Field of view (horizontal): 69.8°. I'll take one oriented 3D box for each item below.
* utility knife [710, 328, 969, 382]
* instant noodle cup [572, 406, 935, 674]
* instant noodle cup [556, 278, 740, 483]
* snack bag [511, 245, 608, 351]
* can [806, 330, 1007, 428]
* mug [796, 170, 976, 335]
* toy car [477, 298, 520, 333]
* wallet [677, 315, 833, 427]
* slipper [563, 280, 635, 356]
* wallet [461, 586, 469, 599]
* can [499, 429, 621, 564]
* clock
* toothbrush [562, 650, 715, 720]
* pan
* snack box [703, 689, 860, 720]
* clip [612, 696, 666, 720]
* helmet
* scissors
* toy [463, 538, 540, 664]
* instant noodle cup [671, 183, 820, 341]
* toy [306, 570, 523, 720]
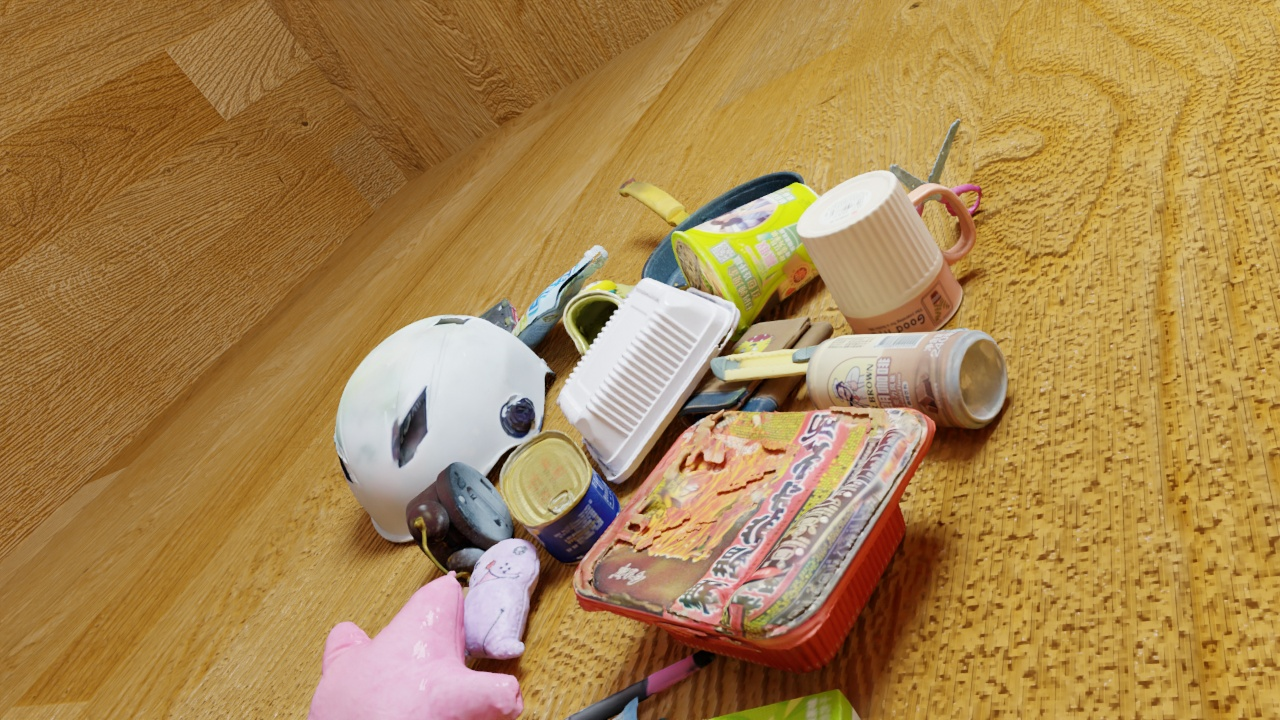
[{"bbox_3d":[0.139,-0.003,0.663,0.188,0.020,0.030,-4,47,19],"label":"utility knife"},{"bbox_3d":[0.066,0.100,0.519,0.189,0.079,0.164,-4,36,50],"label":"instant noodle cup"},{"bbox_3d":[-0.005,0.004,0.770,0.173,0.060,0.138,-56,20,2],"label":"instant noodle cup"},{"bbox_3d":[-0.101,-0.061,1.041,0.110,0.039,0.191,-41,0,-33],"label":"snack bag"},{"bbox_3d":[0.166,0.012,0.580,0.058,0.058,0.116,-49,25,-26],"label":"can"},{"bbox_3d":[0.185,-0.081,0.667,0.114,0.106,0.081,-35,23,5],"label":"mug"},{"bbox_3d":[-0.178,-0.038,1.177,0.053,0.045,0.120,-33,28,4],"label":"toy car"},{"bbox_3d":[0.091,0.011,0.725,0.090,0.033,0.115,-6,34,52],"label":"wallet"},{"bbox_3d":[-0.032,-0.040,0.933,0.092,0.081,0.190,-30,26,9],"label":"slipper"},{"bbox_3d":[-0.174,0.219,0.719,0.116,0.020,0.101,-12,31,49],"label":"wallet"},{"bbox_3d":[-0.066,0.107,0.736,0.074,0.049,0.148,-40,23,-7],"label":"can"},{"bbox_3d":[-0.152,0.137,0.760,0.055,0.082,0.121,-37,15,11],"label":"clock"},{"bbox_3d":[-0.042,0.210,0.521,0.189,0.018,0.014,-27,67,-1],"label":"toothbrush"},{"bbox_3d":[0.057,-0.157,1.028,0.197,0.078,0.357,-39,23,-6],"label":"pan"},{"bbox_3d":[0.029,0.213,0.432,0.157,0.026,0.085,-25,25,27],"label":"snack box"},{"bbox_3d":[-0.014,0.210,0.508,0.058,0.045,0.027,-36,25,29],"label":"clip"},{"bbox_3d":[-0.221,0.046,0.950,0.230,0.146,0.257,-21,28,33],"label":"helmet"},{"bbox_3d":[0.229,-0.128,0.714,0.130,0.134,0.017,-14,47,-25],"label":"scissors"},{"bbox_3d":[-0.107,0.177,0.669,0.084,0.039,0.107,-20,35,24],"label":"toy"},{"bbox_3d":[0.108,-0.095,0.816,0.123,0.112,0.111,-31,22,-6],"label":"instant noodle cup"},{"bbox_3d":[-0.150,0.220,0.596,0.195,0.074,0.178,-5,54,36],"label":"toy"}]
